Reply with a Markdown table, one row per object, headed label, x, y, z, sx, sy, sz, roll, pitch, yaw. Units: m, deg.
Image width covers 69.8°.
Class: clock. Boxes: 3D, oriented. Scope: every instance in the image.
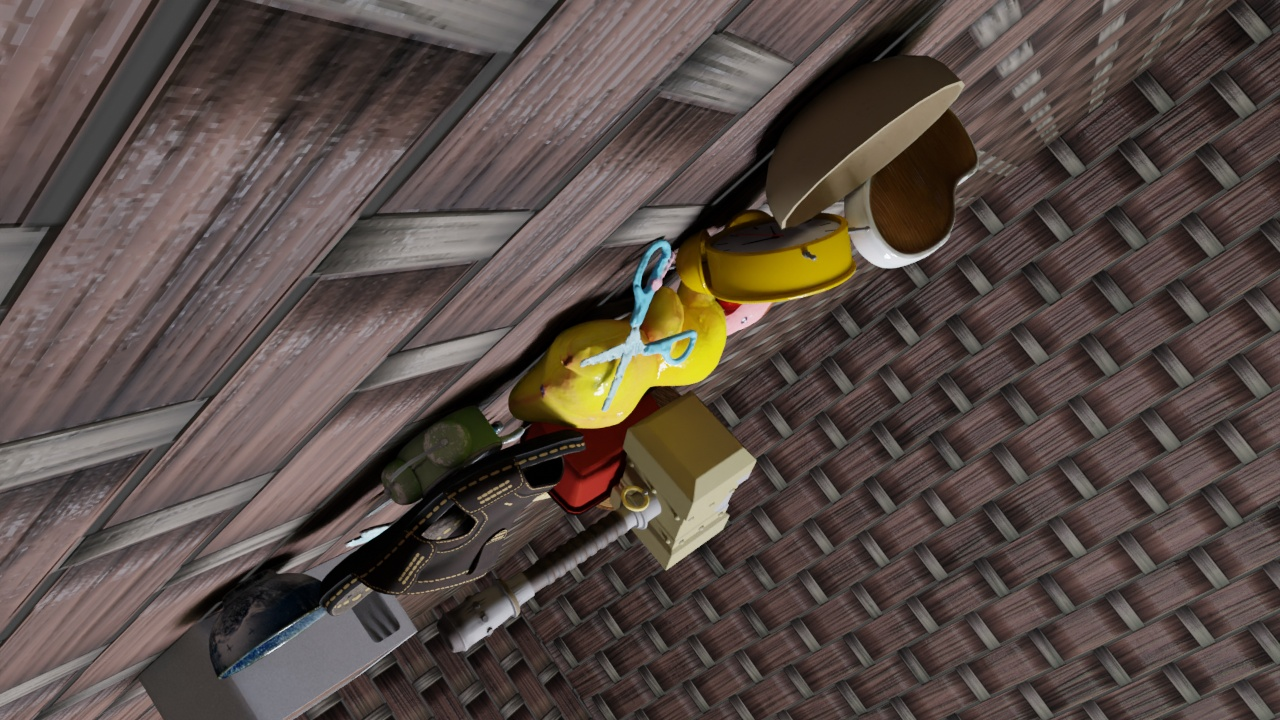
| label | x | y | z | sx | sy | sz | roll | pitch | yaw |
| --- | --- | --- | --- | --- | --- | --- | --- | --- | --- |
| clock | -0.161 | 0.078 | 0.756 | 0.094 | 0.042 | 0.119 | -40 | 172 | 22 |
| clock | 0.096 | -0.084 | 0.717 | 0.113 | 0.052 | 0.152 | -29 | -154 | -37 |

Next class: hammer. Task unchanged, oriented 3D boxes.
| label | x | y | z | sx | sy | sz | roll | pitch | yaw |
| --- | --- | --- | --- | --- | --- | --- | --- | --- | --- |
| hammer | -0.053 | 0.181 | 0.908 | 0.324 | 0.100 | 0.191 | -30 | 154 | -27 |

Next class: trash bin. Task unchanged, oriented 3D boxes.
| label | x | y | z | sx | sy | sz | roll | pitch | yaw |
| --- | --- | --- | --- | --- | --- | --- | --- | --- | --- |
| trash bin | -0.362 | 0.301 | 0.945 | 0.115 | 0.114 | 0.228 | -39 | 172 | 23 |

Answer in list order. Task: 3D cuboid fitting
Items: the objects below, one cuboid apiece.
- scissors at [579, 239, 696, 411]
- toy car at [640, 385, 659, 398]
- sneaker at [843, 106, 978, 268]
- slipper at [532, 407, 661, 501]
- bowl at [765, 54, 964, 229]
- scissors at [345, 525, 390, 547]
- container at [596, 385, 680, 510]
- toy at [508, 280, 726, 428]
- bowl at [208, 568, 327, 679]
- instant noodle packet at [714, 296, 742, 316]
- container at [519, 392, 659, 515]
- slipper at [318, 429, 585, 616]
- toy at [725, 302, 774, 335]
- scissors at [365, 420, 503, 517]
| label | x | y | z | sx | sy | sz | roll | pitch | yaw |
| --- | --- | --- | --- | --- | --- | --- | --- | --- | --- |
| scissors | 0.007 | -0.021 | 0.701 | 0.133 | 0.015 | 0.135 | 20 | 97 | -53 |
| toy car | -0.006 | 0.005 | 0.923 | 0.040 | 0.037 | 0.092 | -34 | 139 | -7 |
| sneaker | 0.220 | -0.142 | 0.836 | 0.128 | 0.120 | 0.293 | -30 | -171 | 37 |
| slipper | -0.064 | 0.103 | 1.189 | 0.261 | 0.079 | 0.111 | -18 | 150 | -6 |
| bowl | 0.144 | -0.158 | 0.636 | 0.152 | 0.050 | 0.152 | -36 | 173 | -5 |
| scissors | -0.269 | 0.181 | 1.032 | 0.103 | 0.016 | 0.179 | -35 | 169 | 0 |
| container | -0.019 | 0.110 | 1.303 | 0.168 | 0.132 | 0.132 | -47 | 168 | 28 |
| toy | -0.013 | 0.002 | 0.780 | 0.193 | 0.087 | 0.135 | -25 | 172 | -42 |
| bowl | -0.331 | 0.221 | 0.808 | 0.114 | 0.060 | 0.114 | -34 | 174 | -5 |
| instant noodle packet | 0.130 | -0.102 | 0.976 | 0.098 | 0.039 | 0.136 | -41 | 173 | -18 |
| container | -0.056 | 0.092 | 1.042 | 0.147 | 0.127 | 0.201 | -33 | 165 | -20 |
| slipper | -0.150 | 0.145 | 0.755 | 0.268 | 0.075 | 0.113 | -36 | 173 | 12 |
| toy | 0.116 | -0.064 | 1.081 | 0.109 | 0.051 | 0.090 | -30 | 169 | -32 |
| scissors | -0.186 | 0.097 | 0.844 | 0.142 | 0.019 | 0.127 | -34 | -179 | 39 |
